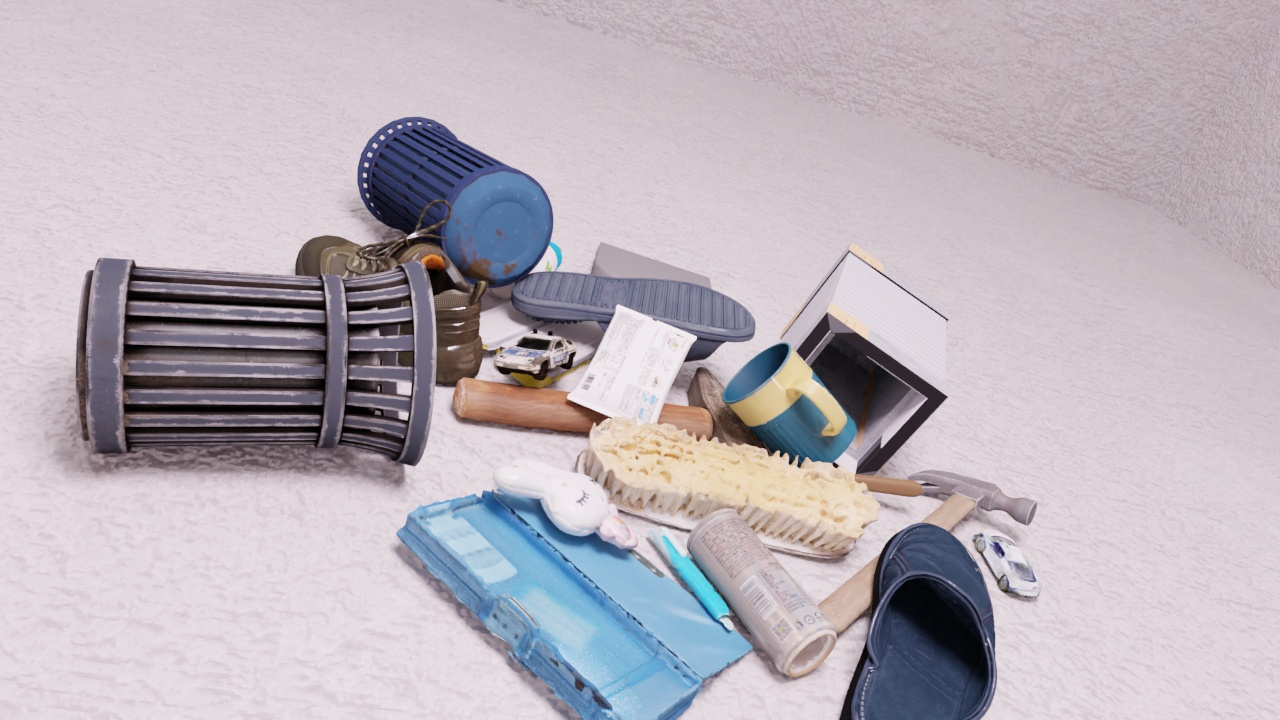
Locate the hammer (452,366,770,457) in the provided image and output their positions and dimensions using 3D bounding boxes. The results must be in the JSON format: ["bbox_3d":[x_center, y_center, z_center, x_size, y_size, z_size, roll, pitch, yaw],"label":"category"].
[{"bbox_3d":[-0.034,0.048,0.894,0.300,0.037,0.157,8,30,-23],"label":"hammer"}]

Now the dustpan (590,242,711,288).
[{"bbox_3d":[0.014,-0.087,1.174,0.163,0.033,0.257,18,18,-5],"label":"dustpan"}]

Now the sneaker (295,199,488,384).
[{"bbox_3d":[-0.242,-0.090,0.889,0.238,0.143,0.100,31,30,20],"label":"sneaker"}]

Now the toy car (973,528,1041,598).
[{"bbox_3d":[0.362,0.196,0.902,0.038,0.027,0.089,11,29,-13],"label":"toy car"}]

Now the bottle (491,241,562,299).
[{"bbox_3d":[-0.130,-0.116,1.108,0.051,0.051,0.145,27,28,12],"label":"bottle"}]

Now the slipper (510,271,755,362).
[{"bbox_3d":[-0.010,-0.038,0.994,0.263,0.083,0.101,8,34,4],"label":"slipper"}]

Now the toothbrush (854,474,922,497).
[{"bbox_3d":[0.199,0.119,0.918,0.167,0.016,0.016,7,23,-2],"label":"toothbrush"}]

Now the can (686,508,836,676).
[{"bbox_3d":[0.094,0.181,0.724,0.054,0.054,0.135,-2,35,-36],"label":"can"}]

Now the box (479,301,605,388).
[{"bbox_3d":[-0.105,-0.033,1.010,0.129,0.034,0.209,28,29,20],"label":"box"}]

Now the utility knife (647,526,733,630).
[{"bbox_3d":[0.041,0.174,0.736,0.022,0.015,0.116,13,22,-37],"label":"utility knife"}]

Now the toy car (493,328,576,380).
[{"bbox_3d":[-0.098,-0.008,0.876,0.048,0.040,0.112,8,12,17],"label":"toy car"}]

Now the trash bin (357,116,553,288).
[{"bbox_3d":[-0.207,-0.178,1.024,0.139,0.139,0.249,-3,24,-36],"label":"trash bin"}]

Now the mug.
[{"bbox_3d":[0.149,0.048,0.865,0.107,0.083,0.114,49,-19,-12],"label":"mug"}]

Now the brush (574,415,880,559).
[{"bbox_3d":[0.077,0.115,0.820,0.271,0.057,0.083,15,42,-8],"label":"brush"}]

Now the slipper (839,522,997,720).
[{"bbox_3d":[0.234,0.206,0.713,0.109,0.084,0.264,32,36,9],"label":"slipper"}]

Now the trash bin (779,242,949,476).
[{"bbox_3d":[0.238,-0.002,1.019,0.142,0.143,0.246,35,29,1],"label":"trash bin"}]

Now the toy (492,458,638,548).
[{"bbox_3d":[-0.054,0.111,0.727,0.125,0.037,0.076,28,10,3],"label":"toy"}]

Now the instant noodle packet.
[{"bbox_3d":[-0.005,0.005,0.885,0.087,0.026,0.134,22,50,4],"label":"instant noodle packet"}]

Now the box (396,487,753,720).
[{"bbox_3d":[-0.043,0.170,0.679,0.231,0.033,0.174,36,24,27],"label":"box"}]

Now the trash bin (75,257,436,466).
[{"bbox_3d":[-0.286,-0.001,0.693,0.227,0.165,0.164,2,33,-25],"label":"trash bin"}]

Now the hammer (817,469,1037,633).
[{"bbox_3d":[0.256,0.177,0.861,0.119,0.031,0.330,21,29,36],"label":"hammer"}]
